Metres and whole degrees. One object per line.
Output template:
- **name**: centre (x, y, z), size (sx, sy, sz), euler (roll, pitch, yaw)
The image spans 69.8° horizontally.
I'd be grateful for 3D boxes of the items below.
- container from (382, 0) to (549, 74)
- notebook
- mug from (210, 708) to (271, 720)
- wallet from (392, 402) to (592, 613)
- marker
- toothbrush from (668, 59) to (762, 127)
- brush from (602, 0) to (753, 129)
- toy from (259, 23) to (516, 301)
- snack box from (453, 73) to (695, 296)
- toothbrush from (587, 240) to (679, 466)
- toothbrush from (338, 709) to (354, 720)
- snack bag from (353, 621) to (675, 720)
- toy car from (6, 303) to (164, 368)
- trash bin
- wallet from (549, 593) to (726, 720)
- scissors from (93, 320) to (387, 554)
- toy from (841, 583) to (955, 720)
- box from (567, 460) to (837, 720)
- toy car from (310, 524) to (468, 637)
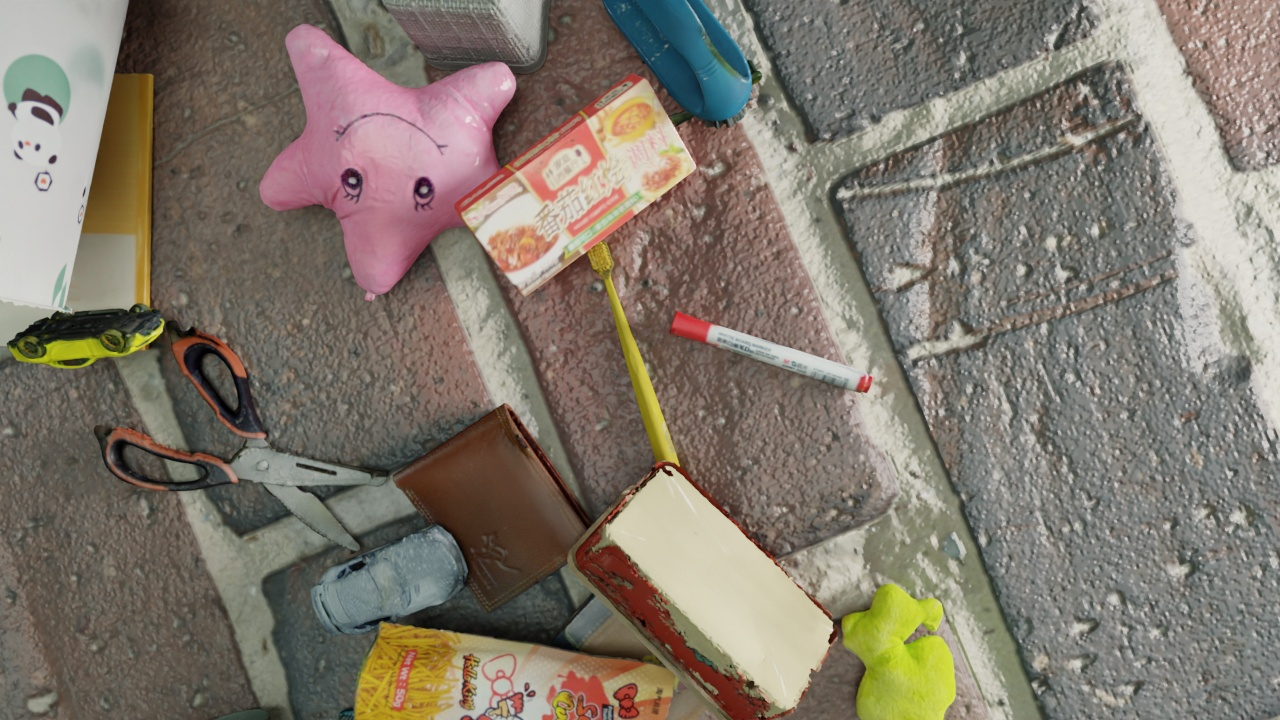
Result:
- **container**: centre (-0.114, -0.251, 0.605), size (0.090, 0.114, 0.090), euler (4, 92, 4)
- **notebook**: centre (-0.435, -0.112, 0.684), size (0.146, 0.010, 0.206), euler (2, 91, 4)
- **mug**: centre (-0.309, 0.318, 0.660), size (0.124, 0.083, 0.103), euler (-15, 92, 31)
- **wallet**: centre (-0.104, 0.106, 0.657), size (0.101, 0.032, 0.124), euler (-35, 88, 7)
- **marker**: centre (0.091, -0.005, 0.646), size (0.145, 0.017, 0.017), euler (18, 92, 3)
- **toothbrush**: centre (0.001, -0.162, 0.651), size (0.186, 0.012, 0.017), euler (-28, 83, 5)
- **brush**: centre (0.022, -0.221, 0.611), size (0.055, 0.073, 0.144), euler (-36, 80, 6)
- **toy**: centre (-0.161, -0.126, 0.633), size (0.194, 0.074, 0.179), euler (12, 103, -6)
- **snack box**: centre (-0.043, -0.118, 0.621), size (0.153, 0.025, 0.075), euler (-37, 122, -3)
- **toothbrush**: centre (-0.004, 0.004, 0.652), size (0.016, 0.016, 0.190), euler (-18, 90, 5)
- **toothbrush**: centre (-0.131, 0.286, 0.669), size (0.191, 0.018, 0.016), euler (14, 107, 4)
- **snack bag**: centre (-0.087, 0.248, 0.632), size (0.208, 0.073, 0.129), euler (11, 103, 7)
- **toy car**: centre (-0.393, -0.015, 0.656), size (0.105, 0.048, 0.032), euler (-6, 119, 4)
- **trash bin**: centre (-0.451, -0.180, 0.574), size (0.229, 0.229, 0.252), euler (15, 87, 4)
- **wallet**: centre (0.005, 0.207, 0.651), size (0.115, 0.033, 0.090), euler (43, 93, -1)
- **scissors**: centre (-0.298, 0.065, 0.676), size (0.189, 0.015, 0.226), euler (-26, 89, 4)
- **toy**: centre (0.182, 0.211, 0.637), size (0.097, 0.031, 0.100), euler (-42, 88, 2)
- **box**: centre (0.044, 0.153, 0.604), size (0.168, 0.078, 0.091), euler (44, 51, 2)
- **toy car**: centre (-0.179, 0.158, 0.651), size (0.121, 0.036, 0.054), euler (-25, 90, 19)
